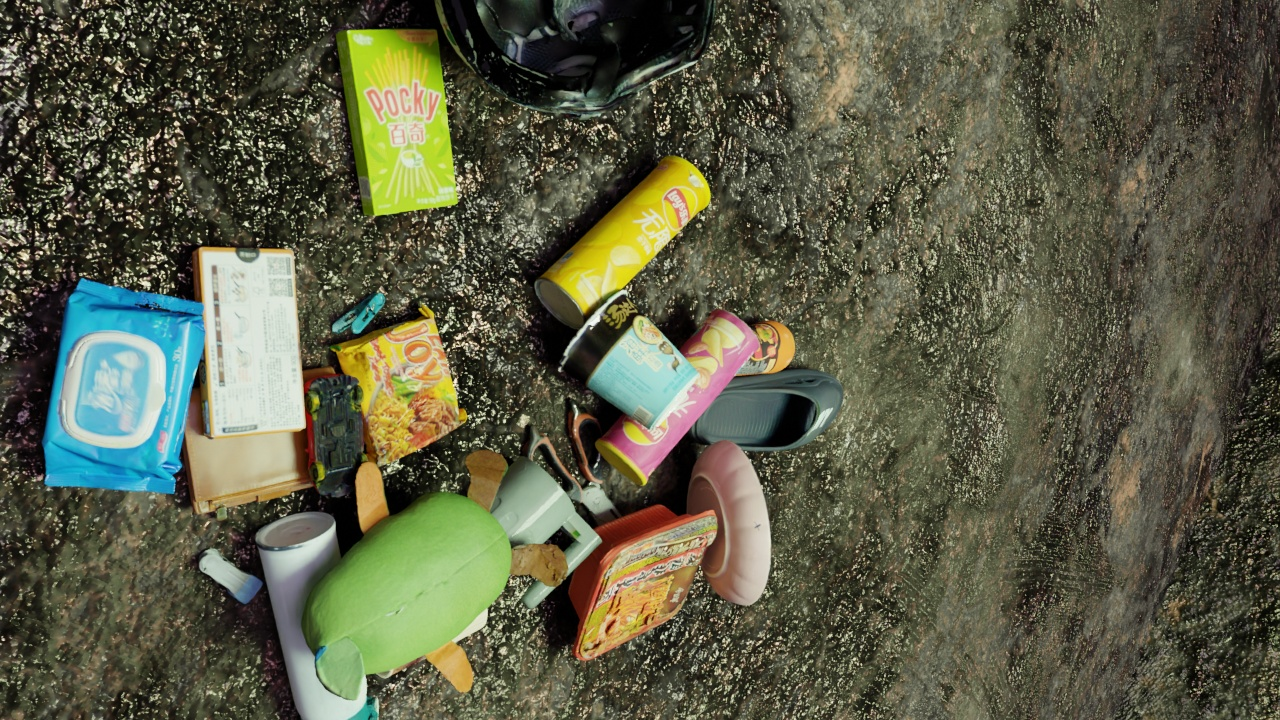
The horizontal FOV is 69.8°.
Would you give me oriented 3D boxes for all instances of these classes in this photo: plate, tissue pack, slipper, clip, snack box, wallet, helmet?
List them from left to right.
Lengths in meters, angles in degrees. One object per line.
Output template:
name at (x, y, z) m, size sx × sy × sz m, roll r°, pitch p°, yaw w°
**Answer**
tissue pack at (-0.387, 0.024, 0.687) m, size 0.095 × 0.052 × 0.157 m, roll 11°, pitch 93°, yaw -16°
clip at (-0.357, 0.184, 0.792) m, size 0.026 × 0.042 × 0.058 m, roll -51°, pitch 124°, yaw -18°
snack box at (-0.320, -0.015, 0.751) m, size 0.075 × 0.026 × 0.153 m, roll -4°, pitch 90°, yaw -39°
wallet at (-0.320, 0.073, 0.785) m, size 0.130 × 0.035 × 0.119 m, roll -11°, pitch 105°, yaw -39°
clip at (-0.250, -0.043, 0.828) m, size 0.053 × 0.033 × 0.013 m, roll -53°, pitch 131°, yaw -35°
snack box at (-0.215, -0.212, 0.817) m, size 0.085 × 0.026 × 0.156 m, roll -16°, pitch 109°, yaw -38°
helmet at (-0.074, -0.342, 0.823) m, size 0.273 × 0.157 × 0.230 m, roll -28°, pitch 118°, yaw -21°
plate at (0.093, 0.191, 1.073) m, size 0.039 × 0.192 × 0.192 m, roll -4°, pitch 103°, yaw -18°
slipper at (0.175, 0.076, 1.167) m, size 0.267 × 0.083 × 0.111 m, roll -1°, pitch 114°, yaw -38°

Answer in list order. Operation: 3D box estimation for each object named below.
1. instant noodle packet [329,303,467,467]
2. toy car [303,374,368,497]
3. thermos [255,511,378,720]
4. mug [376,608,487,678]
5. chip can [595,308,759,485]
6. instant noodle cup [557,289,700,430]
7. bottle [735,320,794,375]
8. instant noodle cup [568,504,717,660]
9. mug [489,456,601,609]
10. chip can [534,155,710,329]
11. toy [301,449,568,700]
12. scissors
instant noodle packet at (-0.221, 0.022, 0.854) m, size 0.110 × 0.044 × 0.128 m, roll -28°, pitch 116°, yaw -38°
toy car at (-0.265, 0.065, 0.793) m, size 0.049 × 0.031 × 0.106 m, roll -11°, pitch 103°, yaw -43°
thermos at (-0.288, 0.252, 0.831) m, size 0.073 × 0.073 × 0.224 m, roll -18°, pitch 112°, yaw -36°
mug at (-0.216, 0.256, 0.893) m, size 0.105 × 0.081 × 0.115 m, roll -18°, pitch 138°, yaw -38°
chip can at (0.044, 0.039, 1.029) m, size 0.210 × 0.071 × 0.071 m, roll -48°, pitch 126°, yaw -15°
instant noodle cup at (-0.006, 0.006, 0.954) m, size 0.120 × 0.111 × 0.111 m, roll 40°, pitch 67°, yaw 7°
bottle at (0.118, -0.008, 1.127) m, size 0.149 × 0.067 × 0.067 m, roll -12°, pitch 107°, yaw -31°
instant noodle cup at (-0.008, 0.240, 1.035) m, size 0.164 × 0.079 × 0.189 m, roll -13°, pitch 133°, yaw -38°
mug at (-0.117, 0.176, 0.934) m, size 0.124 × 0.084 × 0.103 m, roll 46°, pitch 68°, yaw 3°
chip can at (-0.017, -0.127, 0.976) m, size 0.213 × 0.072 × 0.072 m, roll -47°, pitch 125°, yaw -22°
toy at (-0.191, 0.190, 0.814) m, size 0.246 × 0.090 × 0.227 m, roll -29°, pitch 95°, yaw -37°
scissors at (-0.053, 0.137, 1.040) m, size 0.201 × 0.015 × 0.206 m, roll 7°, pitch 94°, yaw -41°
